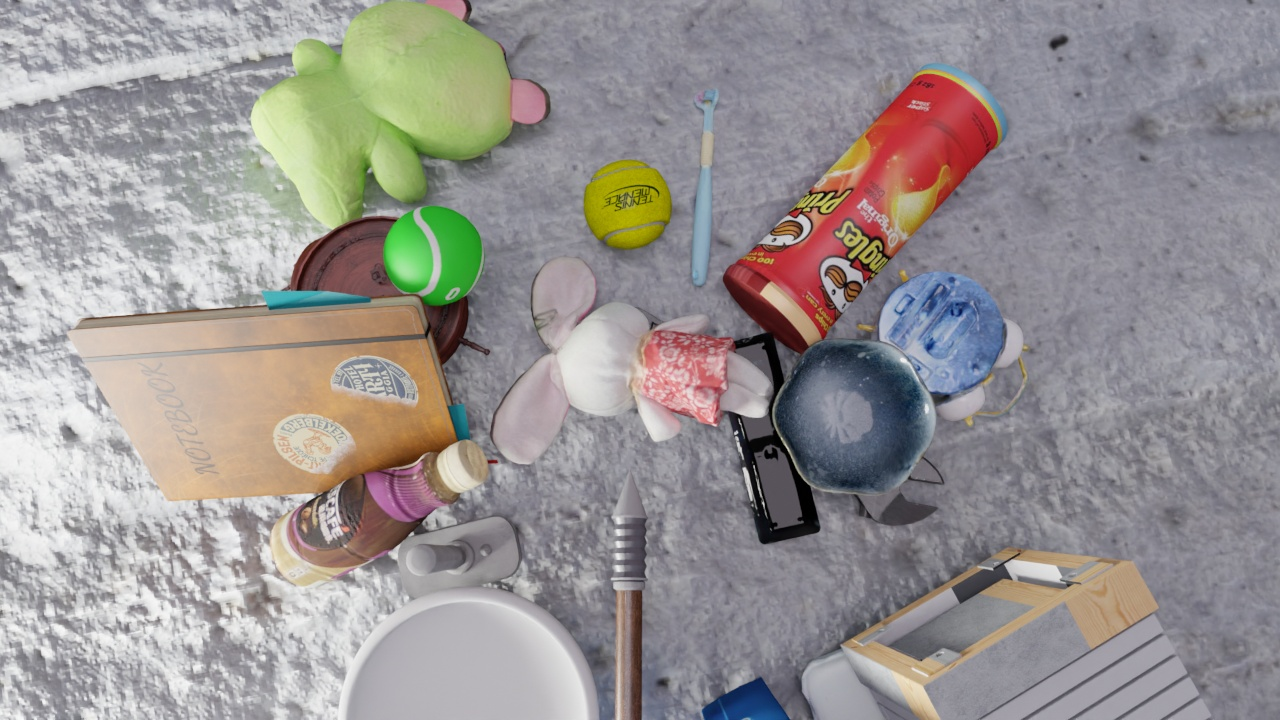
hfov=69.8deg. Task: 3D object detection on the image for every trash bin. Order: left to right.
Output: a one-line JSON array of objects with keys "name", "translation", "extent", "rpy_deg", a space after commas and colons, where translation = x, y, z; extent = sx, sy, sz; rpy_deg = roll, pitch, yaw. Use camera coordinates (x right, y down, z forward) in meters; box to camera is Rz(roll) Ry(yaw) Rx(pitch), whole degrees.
[{"name": "trash bin", "translation": [0.265, 0.263, 0.569], "extent": [0.142, 0.142, 0.247], "rpy_deg": [-27, 85, -9]}]

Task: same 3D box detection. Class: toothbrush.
[{"name": "toothbrush", "translation": [0.048, -0.133, 0.703], "extent": [0.022, 0.016, 0.155], "rpy_deg": [-1, 83, 33]}]

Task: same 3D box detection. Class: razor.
[{"name": "razor", "translation": [-0.135, 0.136, 0.631], "extent": [0.088, 0.116, 0.047], "rpy_deg": [-14, 79, 0]}]

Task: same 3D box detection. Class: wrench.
[{"name": "wrench", "translation": [0.102, 0.037, 0.686], "extent": [0.273, 0.018, 0.073], "rpy_deg": [31, 87, 5]}]

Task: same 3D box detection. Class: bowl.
[{"name": "bowl", "translation": [-0.116, 0.245, 0.645], "extent": [0.176, 0.066, 0.176], "rpy_deg": [0, 84, 1]}, {"name": "bowl", "translation": [0.145, 0.039, 0.644], "extent": [0.110, 0.055, 0.110], "rpy_deg": [0, 87, -1]}]

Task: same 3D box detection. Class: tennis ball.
[{"name": "tennis ball", "translation": [-0.136, -0.069, 0.604], "extent": [0.065, 0.065, 0.065], "rpy_deg": [0, 84, 1]}, {"name": "tennis ball", "translation": [-0.010, -0.115, 0.678], "extent": [0.065, 0.065, 0.065], "rpy_deg": [0, 84, 1]}]

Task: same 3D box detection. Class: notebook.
[{"name": "notebook", "translation": [-0.240, 0.025, 0.629], "extent": [0.249, 0.014, 0.179], "rpy_deg": [-4, 128, 5]}]

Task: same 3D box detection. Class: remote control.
[{"name": "remote control", "translation": [0.092, 0.056, 0.666], "extent": [0.047, 0.022, 0.150], "rpy_deg": [-14, 86, 6]}]

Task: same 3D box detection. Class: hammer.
[{"name": "hammer", "translation": [-0.008, 0.234, 0.595], "extent": [0.156, 0.043, 0.321], "rpy_deg": [3, 74, -11]}]

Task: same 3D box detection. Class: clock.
[{"name": "clock", "translation": [-0.198, -0.037, 0.672], "extent": [0.157, 0.072, 0.120], "rpy_deg": [-10, 84, 0]}, {"name": "clock", "translation": [0.225, -0.008, 0.669], "extent": [0.125, 0.052, 0.089], "rpy_deg": [39, 86, 4]}]

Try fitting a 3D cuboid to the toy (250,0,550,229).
[{"name": "toy", "translation": [-0.187, -0.191, 0.675], "extent": [0.197, 0.107, 0.150], "rpy_deg": [-37, 83, 6]}]

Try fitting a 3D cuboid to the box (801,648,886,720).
[{"name": "box", "translation": [0.233, 0.282, 0.651], "extent": [0.191, 0.045, 0.209], "rpy_deg": [-20, 85, -1]}]

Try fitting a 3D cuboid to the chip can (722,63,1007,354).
[{"name": "chip can", "translation": [0.162, -0.109, 0.664], "extent": [0.087, 0.087, 0.213], "rpy_deg": [43, 86, 5]}]

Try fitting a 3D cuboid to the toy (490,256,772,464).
[{"name": "toy", "translation": [-0.004, 0.004, 0.649], "extent": [0.194, 0.084, 0.159], "rpy_deg": [7, 76, 15]}]

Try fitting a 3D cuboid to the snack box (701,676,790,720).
[{"name": "snack box", "translation": [0.123, 0.334, 0.567], "extent": [0.056, 0.195, 0.239], "rpy_deg": [-29, 85, -4]}]

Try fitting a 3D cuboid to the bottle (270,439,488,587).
[{"name": "bottle", "translation": [-0.180, 0.103, 0.641], "extent": [0.166, 0.059, 0.059], "rpy_deg": [-28, 84, 18]}]
